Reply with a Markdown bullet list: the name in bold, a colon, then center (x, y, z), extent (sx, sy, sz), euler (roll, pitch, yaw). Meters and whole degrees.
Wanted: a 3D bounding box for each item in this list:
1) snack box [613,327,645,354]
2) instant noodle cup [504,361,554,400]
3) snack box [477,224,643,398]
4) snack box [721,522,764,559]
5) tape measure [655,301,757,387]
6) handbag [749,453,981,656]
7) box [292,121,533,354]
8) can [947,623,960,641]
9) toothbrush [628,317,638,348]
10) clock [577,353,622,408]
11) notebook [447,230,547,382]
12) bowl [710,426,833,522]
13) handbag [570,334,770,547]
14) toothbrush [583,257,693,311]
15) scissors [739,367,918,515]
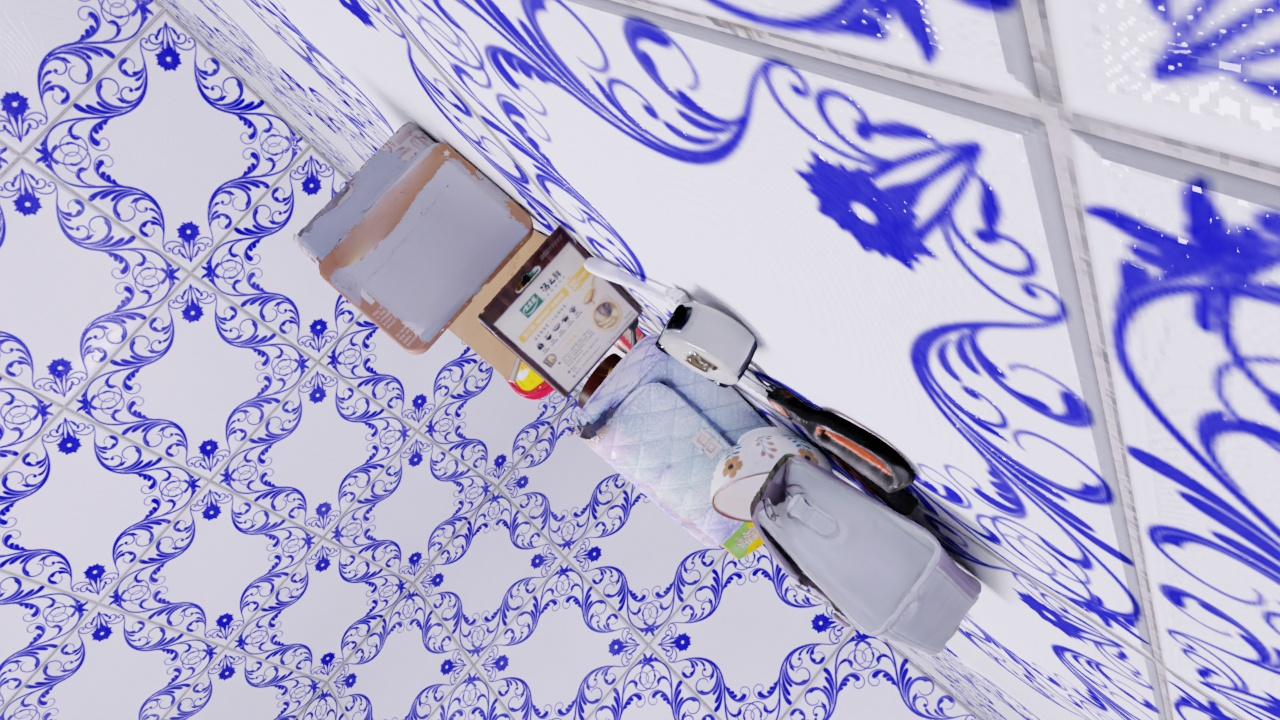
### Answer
- **snack box**: center (-0.040, -0.050, 1.010), extent (0.075, 0.025, 0.153), euler (34, 171, 42)
- **instant noodle cup**: center (-0.111, -0.033, 1.076), extent (0.116, 0.116, 0.123), euler (53, -161, -6)
- **snack box**: center (-0.078, -0.047, 0.850), extent (0.125, 0.113, 0.053), euler (45, 173, -29)
- **snack box**: center (0.078, 0.133, 1.141), extent (0.210, 0.070, 0.158), euler (56, -178, 27)
- **tape measure**: center (0.047, -0.012, 0.648), extent (0.066, 0.033, 0.066), euler (30, 167, -3)
- **handbag**: center (0.181, 0.164, 0.745), extent (0.145, 0.098, 0.197), euler (39, 180, 35)
- **box**: center (-0.213, -0.112, 0.934), extent (0.193, 0.183, 0.157), euler (42, 176, 17)
- **can**: center (0.303, 0.272, 1.058), extent (0.053, 0.053, 0.133), euler (44, 173, -30)
- **toothbrush**: center (-0.006, 0.006, 0.972), extent (0.018, 0.015, 0.181), euler (45, 156, 34)
- **clock**: center (-0.026, 0.036, 1.066), extent (0.055, 0.082, 0.121), euler (34, -171, 12)
- **notebook**: center (-0.156, -0.079, 0.996), extent (0.012, 0.149, 0.211), euler (13, -169, -34)
- **bowl**: center (0.118, 0.099, 0.834), extent (0.113, 0.114, 0.062), euler (49, -148, -53)
- **handbag**: center (0.044, 0.076, 0.885), extent (0.194, 0.134, 0.075), euler (42, 175, -24)
- **toothbrush**: center (-0.008, -0.066, 0.746), extent (0.016, 0.016, 0.180), euler (53, 168, -30)
- **scissors**: center (0.127, 0.050, 0.708), extent (0.210, 0.021, 0.222), euler (43, 173, -28)
